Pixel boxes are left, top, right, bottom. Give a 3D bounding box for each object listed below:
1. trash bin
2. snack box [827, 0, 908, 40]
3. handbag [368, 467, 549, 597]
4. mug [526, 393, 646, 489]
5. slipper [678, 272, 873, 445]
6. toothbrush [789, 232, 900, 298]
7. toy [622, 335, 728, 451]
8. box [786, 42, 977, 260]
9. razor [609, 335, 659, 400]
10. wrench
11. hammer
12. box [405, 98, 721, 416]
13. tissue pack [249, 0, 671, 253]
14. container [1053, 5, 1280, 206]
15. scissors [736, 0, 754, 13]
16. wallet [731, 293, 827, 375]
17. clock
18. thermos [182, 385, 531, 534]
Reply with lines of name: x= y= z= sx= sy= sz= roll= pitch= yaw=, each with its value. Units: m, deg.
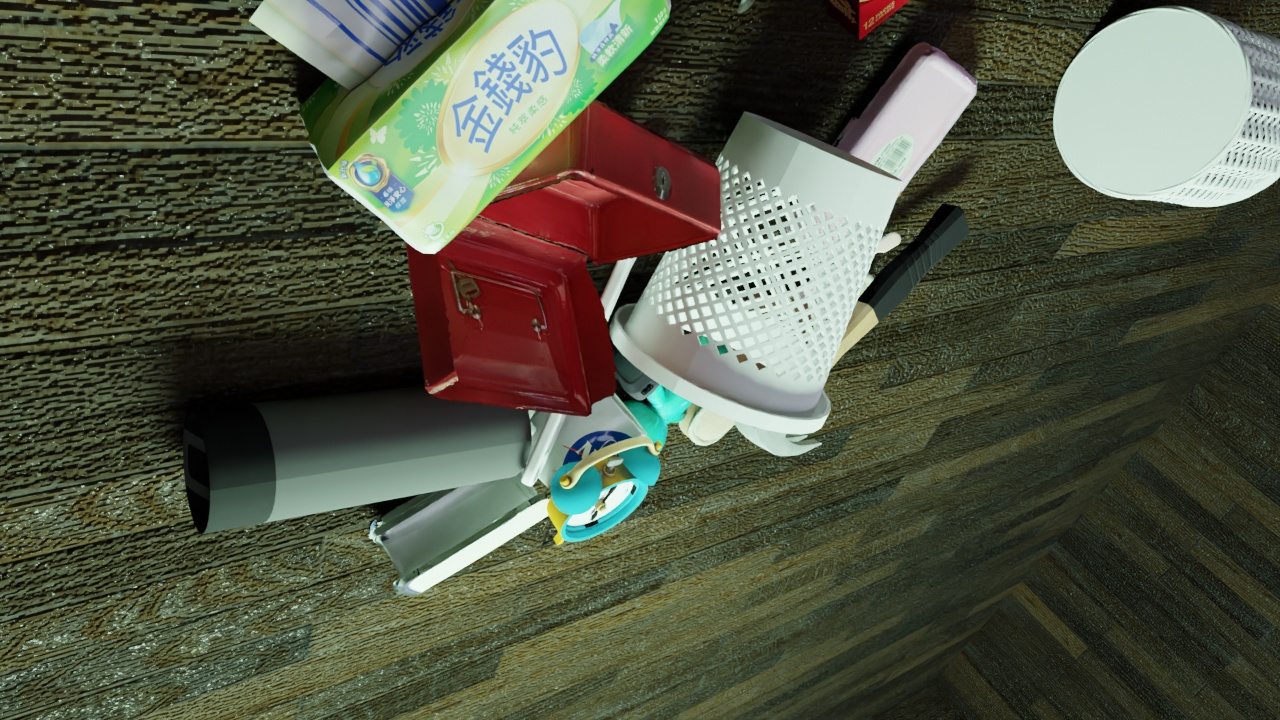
trash bin: x=0.102 y=-0.078 z=0.735 sx=0.195 sy=0.195 sz=0.200 roll=3 pitch=118 yaw=-46
snack box: x=0.200 y=-0.324 z=0.641 sx=0.152 sy=0.036 sz=0.133 roll=-39 pitch=157 yaw=-2
handbag: x=-0.162 y=0.151 z=0.847 sx=0.151 sy=0.074 sz=0.176 roll=-31 pitch=164 yaw=-12
mug: x=-0.063 y=0.054 z=0.794 sx=0.090 sy=0.091 sz=0.121 roll=-41 pitch=146 yaw=1
slipper: x=0.155 y=0.003 z=0.983 sx=0.263 sy=0.052 sz=0.115 roll=-43 pitch=145 yaw=5
toothbrush: x=0.178 y=-0.077 z=0.920 sx=0.181 sy=0.015 sz=0.018 roll=-31 pitch=-173 yaw=9
toy: x=0.020 y=0.049 z=0.896 sx=0.193 sy=0.072 sz=0.130 roll=-49 pitch=146 yaw=-3
box: x=0.233 y=-0.178 z=0.841 sx=0.153 sy=0.066 sz=0.202 roll=6 pitch=126 yaw=-48
razor: x=-0.005 y=0.005 z=0.776 sx=0.047 sy=0.143 sz=0.052 roll=-43 pitch=107 yaw=4
wrench: x=-0.035 y=-0.025 z=0.715 sx=0.066 sy=0.018 sz=0.273 roll=-37 pitch=152 yaw=-82
hammer: x=0.219 y=-0.038 z=0.926 sx=0.327 sy=0.039 sz=0.131 roll=-44 pitch=127 yaw=-14
box: x=-0.041 y=-0.071 z=0.591 sx=0.171 sy=0.156 sz=0.156 roll=-31 pitch=156 yaw=32
tissue pack: x=-0.104 y=-0.178 z=0.476 sx=0.197 sy=0.120 sz=0.141 roll=-48 pitch=131 yaw=0
container: x=0.565 y=-0.259 z=0.957 sx=0.186 sy=0.189 sz=0.190 roll=-6 pitch=134 yaw=-39
scissors: x=0.132 y=-0.327 z=0.612 sx=0.179 sy=0.015 sz=0.185 roll=-22 pitch=143 yaw=-25
wallet: x=0.143 y=-0.019 z=0.915 sx=0.120 sy=0.013 sz=0.087 roll=5 pitch=104 yaw=-32
clock: x=-0.033 y=0.108 z=0.765 sx=0.099 sy=0.043 sz=0.130 roll=-17 pitch=147 yaw=-31
thermos: x=-0.203 y=0.064 z=0.676 sx=0.239 sy=0.082 sz=0.082 roll=-6 pitch=133 yaw=-41
